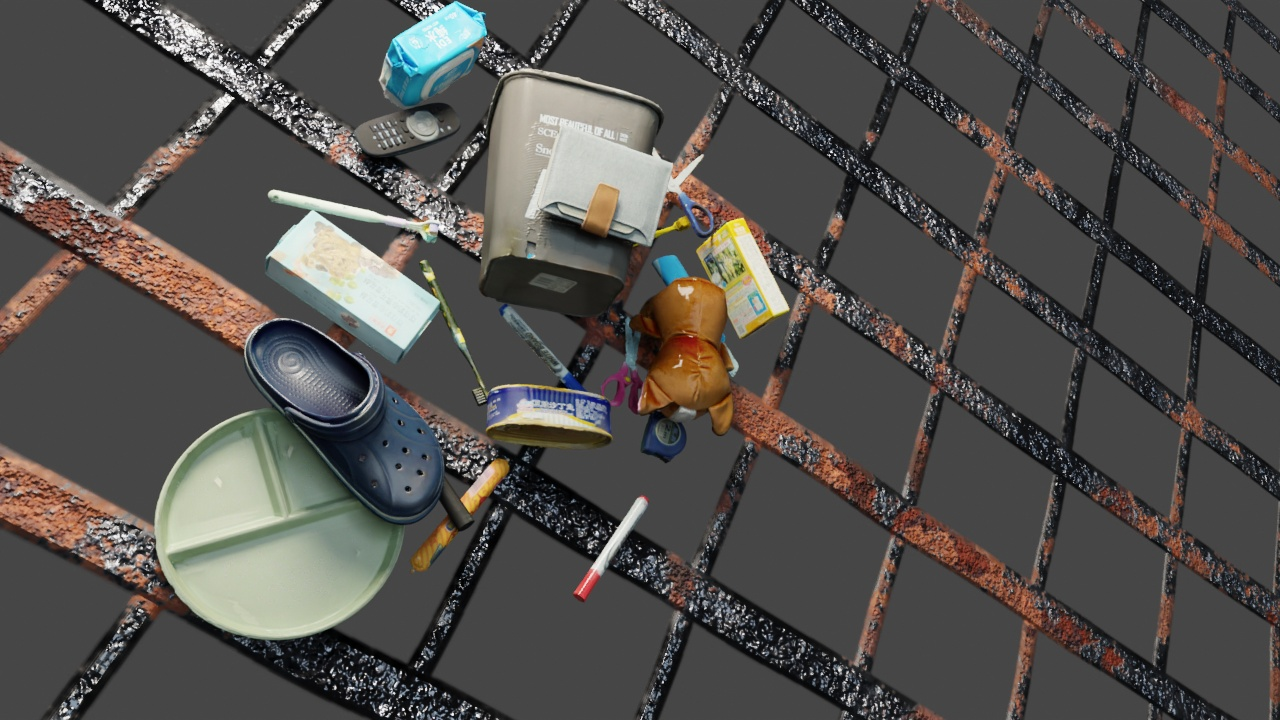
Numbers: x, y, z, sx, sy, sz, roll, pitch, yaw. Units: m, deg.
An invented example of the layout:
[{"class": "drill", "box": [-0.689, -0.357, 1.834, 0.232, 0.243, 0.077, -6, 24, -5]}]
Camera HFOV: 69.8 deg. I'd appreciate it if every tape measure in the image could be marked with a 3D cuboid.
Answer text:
[{"class": "tape measure", "box": [0.028, 0.094, 1.123, 0.054, 0.025, 0.058, 24, 66, -19]}]

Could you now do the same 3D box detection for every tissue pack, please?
[{"class": "tissue pack", "box": [-0.252, -0.371, 1.123, 0.063, 0.090, 0.139, 47, 58, -4]}]

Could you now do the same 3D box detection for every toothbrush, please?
[{"class": "toothbrush", "box": [-0.004, -0.159, 1.210, 0.189, 0.017, 0.015, -24, 81, -32]}, {"class": "toothbrush", "box": [-0.325, -0.168, 1.049, 0.189, 0.029, 0.020, 11, 24, -22]}, {"class": "toothbrush", "box": [-0.216, -0.032, 1.056, 0.017, 0.012, 0.185, -23, 82, -21]}]

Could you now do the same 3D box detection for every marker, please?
[{"class": "marker", "box": [-0.116, -0.010, 1.095, 0.146, 0.017, 0.016, 48, 57, -3]}, {"class": "marker", "box": [-0.032, 0.214, 1.051, 0.017, 0.017, 0.144, 41, 58, -7]}, {"class": "marker", "box": [-0.218, 0.122, 0.974, 0.132, 0.022, 0.020, 54, 26, 15]}]

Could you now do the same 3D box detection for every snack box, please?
[{"class": "snack box", "box": [-0.312, -0.079, 1.001, 0.175, 0.052, 0.074, 36, 58, -10]}, {"class": "snack box", "box": [0.134, -0.107, 1.219, 0.033, 0.087, 0.140, -23, 82, -31]}]

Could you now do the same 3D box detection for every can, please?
[{"class": "can", "box": [-0.102, 0.065, 1.040, 0.148, 0.075, 0.049, 8, 64, -24]}]

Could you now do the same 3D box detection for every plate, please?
[{"class": "plate", "box": [-0.350, 0.158, 0.905, 0.230, 0.028, 0.229, 9, 67, -23]}]

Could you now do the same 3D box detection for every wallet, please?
[{"class": "wallet", "box": [-0.037, -0.184, 0.978, 0.129, 0.037, 0.106, 17, 77, -14]}]

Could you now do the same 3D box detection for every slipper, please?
[{"class": "slipper", "box": [-0.286, 0.048, 0.913, 0.253, 0.095, 0.104, 45, 59, 0]}]

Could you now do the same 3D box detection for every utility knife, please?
[{"class": "utility knife", "box": [0.077, -0.060, 1.213, 0.034, 0.018, 0.185, -32, 88, -17]}]

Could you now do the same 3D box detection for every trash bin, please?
[{"class": "trash bin", "box": [-0.092, -0.184, 1.073, 0.199, 0.199, 0.219, 11, 72, -14]}]

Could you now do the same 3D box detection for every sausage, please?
[{"class": "sausage", "box": [-0.192, 0.164, 0.986, 0.021, 0.022, 0.164, 43, 58, -6]}]

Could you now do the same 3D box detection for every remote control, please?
[{"class": "remote control", "box": [-0.282, -0.277, 1.110, 0.136, 0.024, 0.053, -28, 83, -33]}]

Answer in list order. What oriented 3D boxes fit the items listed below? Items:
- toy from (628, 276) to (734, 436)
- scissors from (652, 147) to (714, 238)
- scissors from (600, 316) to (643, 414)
[{"class": "toy", "box": [0.052, -0.002, 1.120, 0.140, 0.131, 0.199, 8, 51, -12]}, {"class": "scissors", "box": [0.040, -0.225, 1.242, 0.162, 0.012, 0.176, -27, 66, -19]}, {"class": "scissors", "box": [-0.004, 0.006, 1.149, 0.076, 0.017, 0.137, 25, 58, -16]}]
